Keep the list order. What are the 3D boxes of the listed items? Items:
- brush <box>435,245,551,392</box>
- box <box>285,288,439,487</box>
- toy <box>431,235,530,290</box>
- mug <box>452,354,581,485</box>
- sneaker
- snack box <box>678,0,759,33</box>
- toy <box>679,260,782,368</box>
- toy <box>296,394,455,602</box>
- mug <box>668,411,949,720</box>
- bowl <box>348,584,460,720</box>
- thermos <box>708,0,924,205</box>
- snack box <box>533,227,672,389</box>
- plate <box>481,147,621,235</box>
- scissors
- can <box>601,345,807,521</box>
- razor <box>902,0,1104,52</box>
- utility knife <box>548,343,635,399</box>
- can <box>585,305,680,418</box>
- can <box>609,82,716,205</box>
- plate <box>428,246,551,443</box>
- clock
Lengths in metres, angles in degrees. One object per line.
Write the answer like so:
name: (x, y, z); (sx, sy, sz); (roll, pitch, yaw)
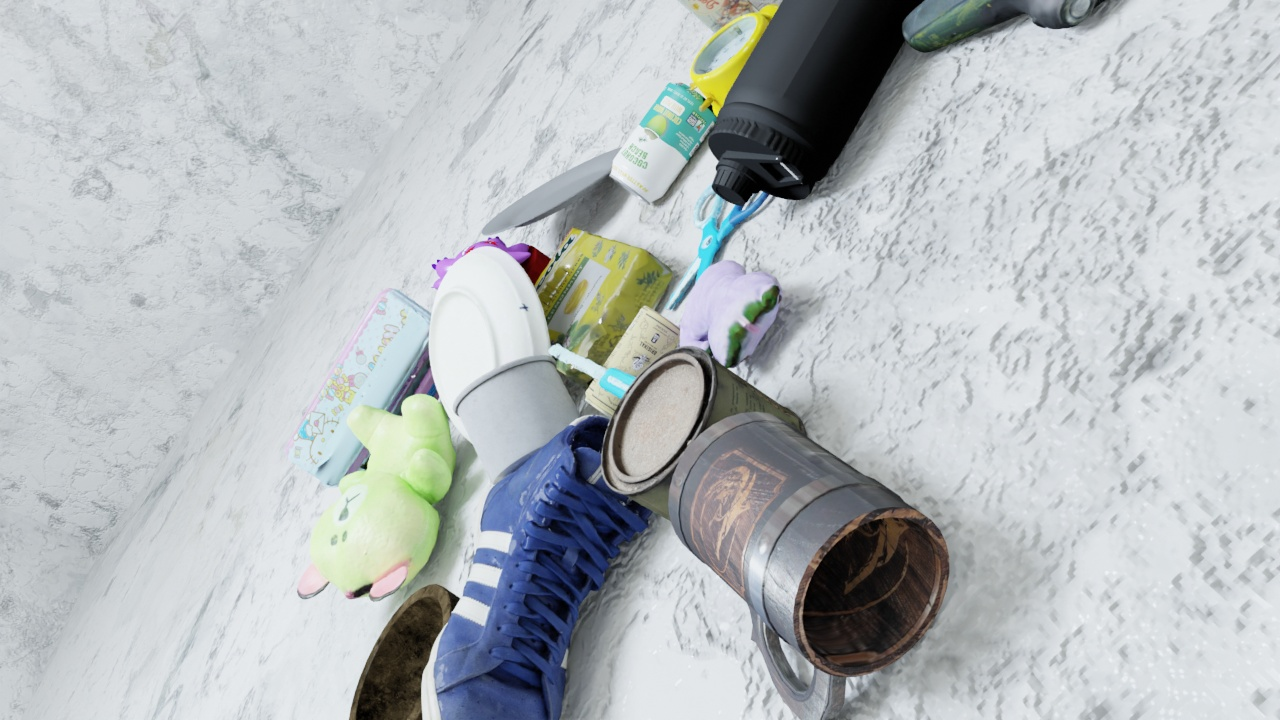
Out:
brush: (-0.138, -0.031, 0.913); (0.173, 0.042, 0.082); (-60, 27, -6)
box: (-0.274, 0.033, 0.971); (0.214, 0.091, 0.090); (-57, -7, 7)
toy: (-0.149, -0.087, 0.882); (0.106, 0.056, 0.088); (-27, 13, -21)
mug: (-0.091, 0.052, 0.689); (0.070, 0.084, 0.113); (61, 151, 16)
sneaker: (-0.046, 0.129, 0.543); (0.119, 0.091, 0.232); (-41, 22, 23)
snack box: (0.046, -0.355, 0.848); (0.041, 0.147, 0.143); (-46, 29, 20)
toy: (0.056, -0.026, 0.595); (0.080, 0.036, 0.099); (-62, 21, 10)
toy: (-0.226, 0.131, 0.828); (0.150, 0.107, 0.196); (-13, 57, 33)
mug: (0.068, 0.094, 0.410); (0.107, 0.080, 0.116); (-145, 61, -62)
bowl: (-0.142, 0.221, 0.626); (0.121, 0.056, 0.121); (-40, 31, 30)
thermos: (0.117, -0.194, 0.620); (0.198, 0.086, 0.086); (-60, 27, -7)
snack box: (-0.049, -0.048, 0.781); (0.121, 0.045, 0.181); (-58, 26, -1)
plate: (-0.084, -0.172, 0.949); (0.178, 0.012, 0.178); (-26, 20, 10)
scissors: (0.062, -0.095, 0.686); (0.118, 0.013, 0.139); (-25, 38, 46)
can: (0.033, 0.047, 0.505); (0.090, 0.074, 0.089); (-40, 31, 30)
razor: (0.208, -0.208, 0.532); (0.152, 0.054, 0.067); (-6, 72, 64)
utility knife: (-0.012, 0.019, 0.620); (0.167, 0.015, 0.022); (23, 91, 43)
can: (-0.004, 0.004, 0.656); (0.079, 0.038, 0.038); (-56, 27, 0)
can: (0.020, -0.192, 0.814); (0.102, 0.055, 0.055); (-53, 27, 6)
plate: (-0.140, -0.006, 0.786); (0.183, 0.034, 0.182); (11, 105, 50)
clock: (0.095, -0.245, 0.747); (0.119, 0.057, 0.083); (-37, 32, 19)
